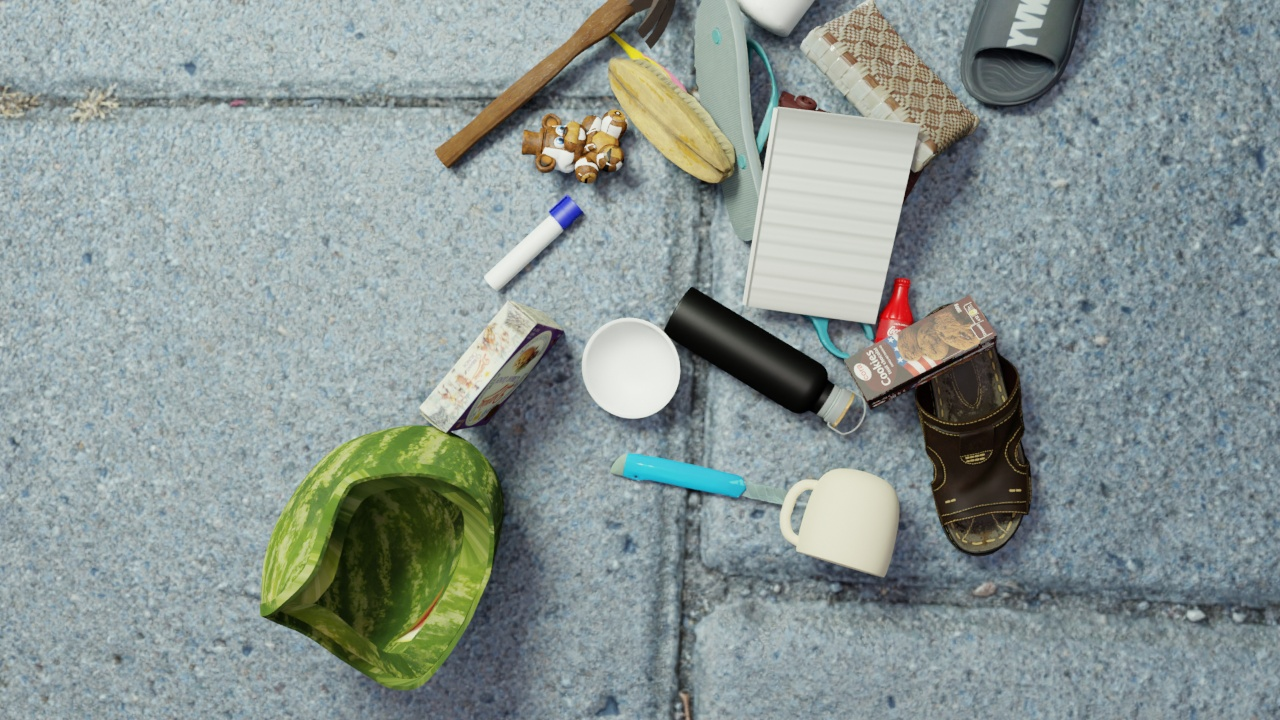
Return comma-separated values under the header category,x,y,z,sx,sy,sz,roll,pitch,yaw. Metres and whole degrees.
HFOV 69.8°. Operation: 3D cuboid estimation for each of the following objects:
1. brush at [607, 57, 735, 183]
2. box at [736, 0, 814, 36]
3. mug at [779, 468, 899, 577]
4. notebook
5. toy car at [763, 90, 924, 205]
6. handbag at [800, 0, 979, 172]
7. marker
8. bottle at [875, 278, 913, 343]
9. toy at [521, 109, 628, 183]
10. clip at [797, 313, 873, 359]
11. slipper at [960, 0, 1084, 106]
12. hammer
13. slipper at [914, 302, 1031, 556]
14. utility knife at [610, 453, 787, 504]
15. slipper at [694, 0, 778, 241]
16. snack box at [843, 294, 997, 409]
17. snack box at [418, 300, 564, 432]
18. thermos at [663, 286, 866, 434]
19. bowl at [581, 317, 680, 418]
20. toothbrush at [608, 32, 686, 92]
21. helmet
category,x,y,z,sx,sy,sz,roll,pitch,yaw
brush,0.033,-0.263,0.994,0.195,0.043,0.059,49,137,19
box,0.173,-0.431,0.983,0.083,0.092,0.166,41,102,9
mug,0.210,0.162,0.964,0.120,0.096,0.099,15,80,11
notebook,0.191,-0.145,0.944,0.142,0.009,0.210,8,114,4
toy car,0.211,-0.217,0.972,0.170,0.061,0.070,28,129,6
handbag,0.262,-0.287,0.961,0.186,0.047,0.123,50,52,5
marker,-0.122,-0.133,1.041,0.133,0.023,0.027,-42,64,5
bottle,0.273,-0.029,0.987,0.036,0.036,0.119,9,90,7
toy,-0.074,-0.238,1.016,0.112,0.067,0.087,8,65,-5
clip,0.211,-0.065,1.002,0.114,0.028,0.127,-35,85,7
slipper,0.420,-0.396,0.951,0.111,0.083,0.268,17,90,5
hammer,-0.100,-0.324,1.017,0.323,0.033,0.115,-36,60,12
slipper,0.347,0.072,0.957,0.113,0.075,0.268,-7,89,7
utility knife,0.068,0.134,1.020,0.205,0.015,0.031,12,92,10
slipper,0.109,-0.264,0.992,0.054,0.098,0.269,-12,98,-24
snack box,0.286,-0.008,0.940,0.141,0.032,0.051,-28,63,8
snack box,-0.155,0.007,0.983,0.040,0.143,0.148,41,94,6
thermos,0.138,0.005,0.990,0.231,0.061,0.061,32,93,6
bowl,-0.006,0.006,1.014,0.110,0.040,0.110,2,99,15
toothbrush,0.001,-0.338,1.033,0.135,0.016,0.021,41,92,3
helmet,-0.259,0.186,0.949,0.213,0.244,0.246,39,65,-22
